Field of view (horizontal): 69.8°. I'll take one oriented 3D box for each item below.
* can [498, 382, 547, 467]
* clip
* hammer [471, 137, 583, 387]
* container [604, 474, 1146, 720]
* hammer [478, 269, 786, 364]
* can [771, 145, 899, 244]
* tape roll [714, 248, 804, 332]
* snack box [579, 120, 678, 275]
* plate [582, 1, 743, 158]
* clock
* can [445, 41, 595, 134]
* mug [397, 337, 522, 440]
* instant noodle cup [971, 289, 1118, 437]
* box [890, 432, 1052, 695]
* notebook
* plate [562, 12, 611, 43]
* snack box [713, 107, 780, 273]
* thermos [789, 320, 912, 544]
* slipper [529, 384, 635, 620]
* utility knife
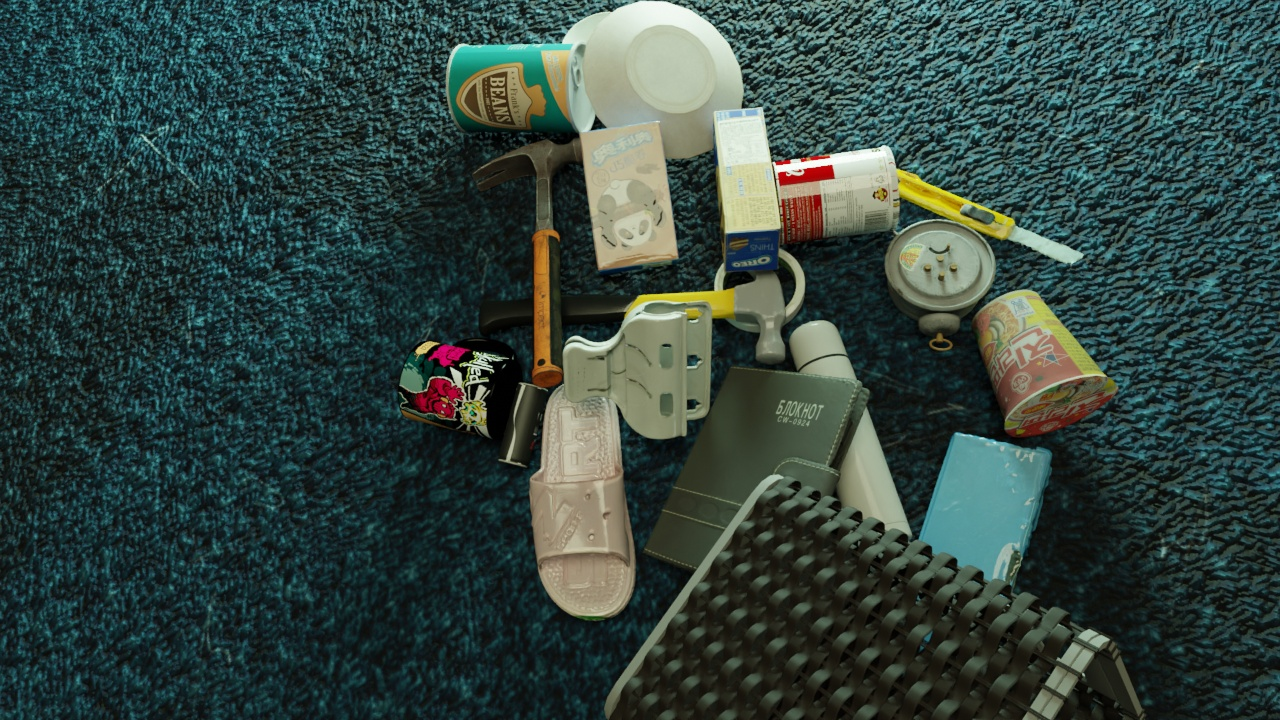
[{"bbox_3d":[-0.118,0.065,0.919,0.031,0.031,0.080,12,81,13],"label":"can"},{"bbox_3d":[0.000,0.012,0.864,0.152,0.099,0.126,-6,110,-15],"label":"clip"},{"bbox_3d":[-0.113,-0.110,0.969,0.138,0.035,0.313,-10,56,8],"label":"hammer"},{"bbox_3d":[0.162,0.259,0.648,0.244,0.247,0.245,29,79,43],"label":"container"},{"bbox_3d":[-0.013,-0.054,0.948,0.324,0.029,0.127,-1,67,13],"label":"hammer"},{"bbox_3d":[0.199,-0.169,0.943,0.116,0.087,0.086,-7,67,7],"label":"can"},{"bbox_3d":[0.124,-0.075,0.954,0.094,0.018,0.093,-3,67,8],"label":"tape roll"},{"bbox_3d":[-0.012,-0.172,0.979,0.087,0.034,0.151,-8,87,2],"label":"snack box"},{"bbox_3d":[0.030,-0.319,1.021,0.188,0.027,0.188,3,79,-15],"label":"plate"},{"bbox_3d":[0.294,-0.075,0.906,0.104,0.056,0.147,1,66,10],"label":"clock"},{"bbox_3d":[-0.133,-0.308,1.042,0.144,0.099,0.099,4,68,15],"label":"can"},{"bbox_3d":[-0.174,0.018,0.936,0.098,0.082,0.117,12,42,13],"label":"mug"},{"bbox_3d":[0.360,-0.001,0.849,0.100,0.100,0.112,-18,58,1],"label":"instant noodle cup"},{"bbox_3d":[0.291,0.181,0.814,0.093,0.054,0.231,11,68,32],"label":"box"},{"bbox_3d":[0.105,0.104,0.838,0.170,0.029,0.208,8,68,47],"label":"notebook"},{"bbox_3d":[-0.042,-0.368,1.098,0.104,0.026,0.104,-4,67,8],"label":"plate"},{"bbox_3d":[0.107,-0.179,0.948,0.056,0.057,0.206,-3,48,4],"label":"snack box"},{"bbox_3d":[0.193,0.067,0.864,0.052,0.052,0.224,-15,66,2],"label":"thermos"},{"bbox_3d":[-0.059,0.124,0.875,0.094,0.064,0.239,-7,65,6],"label":"slipper"},{"bbox_3d":[0.350,-0.150,0.953,0.217,0.019,0.030,29,84,16],"label":"utility knife"}]
